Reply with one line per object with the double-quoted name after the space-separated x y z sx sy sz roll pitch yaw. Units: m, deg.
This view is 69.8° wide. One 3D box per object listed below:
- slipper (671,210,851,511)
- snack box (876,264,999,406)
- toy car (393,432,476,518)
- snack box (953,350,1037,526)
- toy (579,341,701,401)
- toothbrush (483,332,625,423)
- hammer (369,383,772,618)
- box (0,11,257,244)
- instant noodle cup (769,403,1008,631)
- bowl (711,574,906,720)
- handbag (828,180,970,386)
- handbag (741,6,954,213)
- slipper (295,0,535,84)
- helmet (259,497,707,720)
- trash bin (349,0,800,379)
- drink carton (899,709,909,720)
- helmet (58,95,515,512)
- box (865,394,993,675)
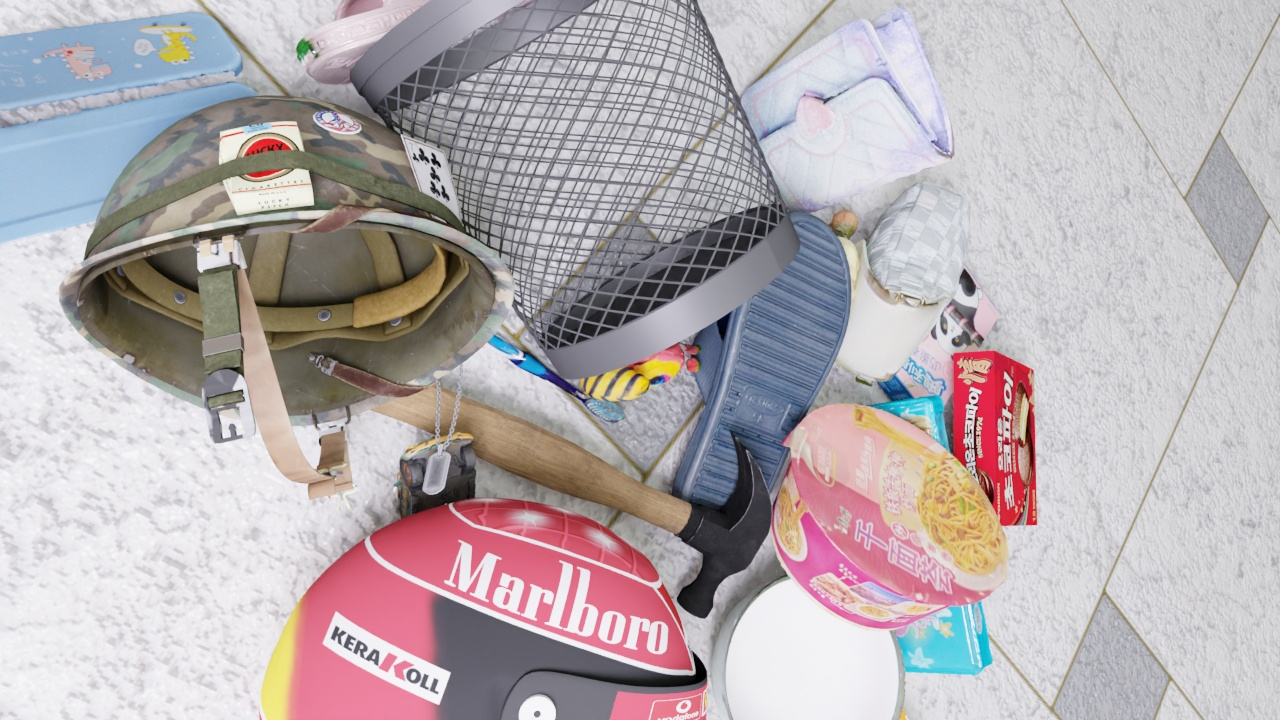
0.085 0.012 0.729 0.101 0.082 0.263 18 94 -24 "slipper"
0.276 -0.023 0.867 0.088 0.033 0.153 49 62 -16 "snack box"
-0.136 0.086 0.593 0.047 0.047 0.112 -16 131 -34 "toy car"
0.332 0.076 0.855 0.132 0.036 0.152 12 77 -52 "snack box"
-0.004 0.004 0.668 0.103 0.084 0.046 -26 120 -58 "toy"
-0.086 -0.003 0.658 0.189 0.017 0.016 33 68 -23 "toothbrush"
-0.046 0.072 0.640 0.305 0.040 0.132 27 100 -18 "hammer"
-0.324 -0.137 0.519 0.209 0.047 0.122 -25 97 -32 "box"
0.175 0.124 0.691 0.178 0.078 0.178 17 40 -15 "instant noodle cup"
0.119 0.240 0.705 0.153 0.073 0.153 5 75 -20 "bowl"
0.211 -0.080 0.795 0.123 0.113 0.171 25 53 10 "handbag"
0.165 -0.197 0.754 0.069 0.159 0.126 -28 98 -34 "handbag"
-0.137 -0.255 0.621 0.238 0.094 0.064 -38 107 -35 "slipper"
-0.071 0.196 0.523 0.271 0.198 0.224 22 86 -10 "helmet"
-0.031 -0.133 0.600 0.217 0.218 0.227 -38 107 -29 "trash bin"
0.197 0.321 0.767 0.058 0.041 0.122 -39 103 -29 "drink carton"
-0.182 -0.031 0.493 0.224 0.193 0.235 4 60 2 "helmet"
0.250 0.145 0.807 0.116 0.097 0.226 -5 84 -53 "box"
